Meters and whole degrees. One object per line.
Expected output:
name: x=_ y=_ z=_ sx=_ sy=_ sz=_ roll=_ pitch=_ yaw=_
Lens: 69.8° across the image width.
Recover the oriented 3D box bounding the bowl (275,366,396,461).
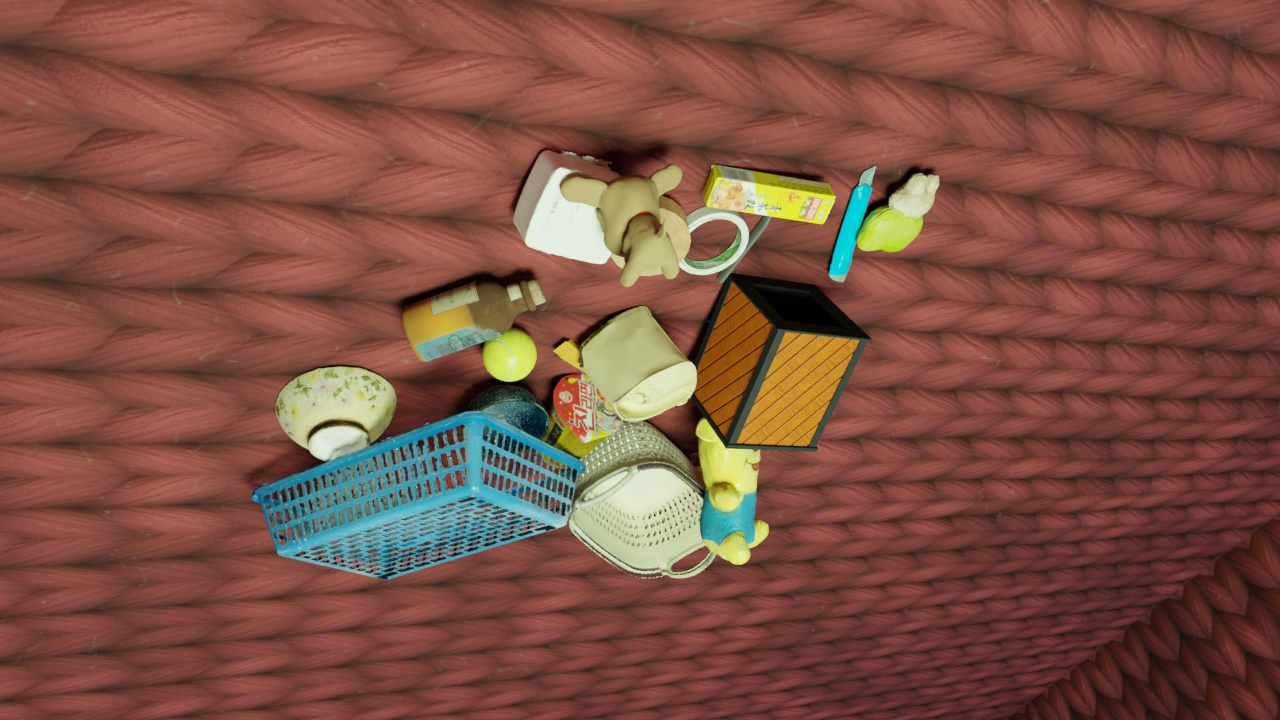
bowl: x=-0.368 y=0.078 z=1.119 sx=0.145 sy=0.063 sz=0.145 roll=-11 pitch=141 yaw=-9

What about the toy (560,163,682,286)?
toy: x=-0.003 y=-0.135 z=0.921 sx=0.134 sy=0.108 sz=0.106 roll=-12 pitch=146 yaw=-21

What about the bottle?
bottle: x=-0.186 y=-0.055 z=1.043 sx=0.157 sy=0.067 sz=0.068 roll=-19 pitch=140 yaw=-1

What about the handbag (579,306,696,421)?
handbag: x=-0.007 y=0.007 z=1.140 sx=0.111 sy=0.119 sz=0.081 roll=-26 pitch=143 yaw=-16

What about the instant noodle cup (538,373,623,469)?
instant noodle cup: x=-0.089 y=0.088 z=1.234 sx=0.100 sy=0.100 sz=0.113 roll=4 pitch=144 yaw=-27

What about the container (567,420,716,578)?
container: x=0.006 y=0.201 z=1.337 sx=0.185 sy=0.143 sz=0.251 roll=-31 pitch=132 yaw=15

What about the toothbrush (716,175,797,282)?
toothbrush: x=0.140 y=-0.156 z=1.108 sx=0.013 sy=0.012 sz=0.168 roll=6 pitch=134 yaw=-39

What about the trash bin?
trash bin: x=0.168 y=0.004 z=1.172 sx=0.139 sy=0.139 sz=0.172 roll=5 pitch=121 yaw=-27

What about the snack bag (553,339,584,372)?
snack bag: x=-0.073 y=0.000 z=1.188 sx=0.026 sy=0.020 sz=0.099 roll=-42 pitch=136 yaw=16

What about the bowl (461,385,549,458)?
bowl: x=-0.179 y=0.069 z=1.191 sx=0.114 sy=0.060 sz=0.115 roll=-11 pitch=138 yaw=-10

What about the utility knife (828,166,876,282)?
utility knife: x=0.264 y=-0.166 z=1.146 sx=0.031 sy=0.015 sz=0.175 roll=-9 pitch=137 yaw=-18

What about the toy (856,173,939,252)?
toy: x=0.321 y=-0.182 z=1.130 sx=0.092 sy=0.043 sz=0.118 roll=-1 pitch=135 yaw=-35

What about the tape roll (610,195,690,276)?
tape roll: x=0.009 y=-0.142 z=1.042 sx=0.094 sy=0.027 sz=0.094 roll=-3 pitch=133 yaw=-4

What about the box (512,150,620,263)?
box: x=-0.077 y=-0.174 z=0.981 sx=0.107 sy=0.095 sz=0.103 roll=9 pitch=119 yaw=-36

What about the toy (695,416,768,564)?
toy: x=0.121 y=0.159 z=1.250 sx=0.084 sy=0.214 sz=0.148 roll=-5 pitch=179 yaw=20

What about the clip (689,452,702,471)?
clip: x=0.102 y=0.160 z=1.443 sx=0.054 sy=0.046 sz=0.047 roll=-4 pitch=103 yaw=-20

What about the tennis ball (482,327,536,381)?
tennis ball: x=-0.158 y=-0.007 z=1.109 sx=0.065 sy=0.065 sz=0.065 roll=-12 pitch=139 yaw=-10

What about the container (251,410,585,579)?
container: x=-0.278 y=0.191 z=1.177 sx=0.363 sy=0.089 sz=0.257 roll=-20 pitch=151 yaw=21

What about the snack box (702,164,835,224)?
snack box: x=0.146 y=-0.188 z=1.045 sx=0.148 sy=0.028 sz=0.040 roll=6 pitch=133 yaw=-16

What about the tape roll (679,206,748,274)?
tape roll: x=0.083 y=-0.143 z=1.094 sx=0.093 sy=0.018 sz=0.094 roll=-12 pitch=140 yaw=-10
